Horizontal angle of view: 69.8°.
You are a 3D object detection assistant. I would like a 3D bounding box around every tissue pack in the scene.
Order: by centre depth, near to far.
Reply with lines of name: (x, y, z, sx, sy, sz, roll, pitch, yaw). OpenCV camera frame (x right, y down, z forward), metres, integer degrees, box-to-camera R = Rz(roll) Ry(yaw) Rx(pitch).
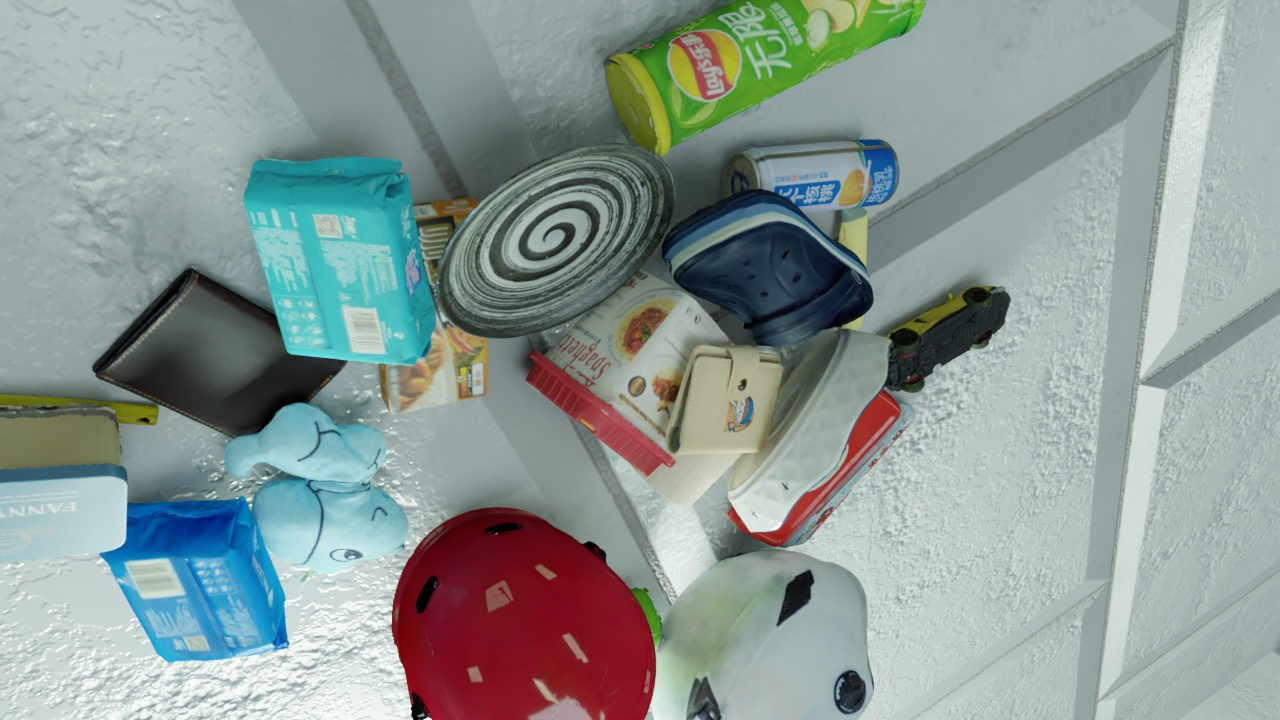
tissue pack: (-0.179, -0.060, 0.558, 0.093, 0.050, 0.134, 4, 127, 8)
tissue pack: (-0.310, 0.156, 0.652, 0.095, 0.052, 0.157, -3, 127, -2)

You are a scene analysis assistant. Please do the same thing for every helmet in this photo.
helmet: (-0.082, 0.240, 0.746, 0.206, 0.144, 0.240, -39, 109, -25)
helmet: (0.101, 0.294, 0.921, 0.146, 0.229, 0.258, 35, 80, -27)

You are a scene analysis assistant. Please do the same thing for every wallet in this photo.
wallet: (-0.270, 0.004, 0.599, 0.096, 0.020, 0.122, -42, 136, 9)
wallet: (0.069, 0.030, 0.700, 0.115, 0.024, 0.087, 5, 98, -48)

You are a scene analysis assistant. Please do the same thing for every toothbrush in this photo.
toothbrush: (-0.390, 0.028, 0.542, 0.189, 0.016, 0.016, 8, 119, -36)

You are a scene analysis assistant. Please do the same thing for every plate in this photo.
plate: (-0.057, -0.081, 0.617, 0.179, 0.024, 0.180, -25, 154, -14)
plate: (0.139, 0.055, 0.795, 0.045, 0.204, 0.205, 35, 104, -1)

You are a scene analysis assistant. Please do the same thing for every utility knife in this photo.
utility knife: (0.191, -0.072, 0.827, 0.031, 0.018, 0.167, -22, 130, -11)

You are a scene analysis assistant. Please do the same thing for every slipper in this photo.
slipper: (0.108, -0.052, 0.709, 0.105, 0.095, 0.252, -27, 157, 28)

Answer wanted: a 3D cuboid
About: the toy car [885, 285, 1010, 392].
toy car: (0.298, -0.024, 0.912, 0.155, 0.041, 0.071, -30, 134, -7)

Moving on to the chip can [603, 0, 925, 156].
chip can: (0.087, -0.214, 0.618, 0.221, 0.072, 0.073, -28, 133, -11)

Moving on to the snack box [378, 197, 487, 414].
snack box: (-0.146, -0.036, 0.640, 0.075, 0.026, 0.154, -12, 128, -25)

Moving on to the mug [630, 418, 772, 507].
mug: (0.037, 0.054, 0.792, 0.114, 0.081, 0.106, 38, 102, -16)

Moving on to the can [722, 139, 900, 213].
can: (0.133, -0.142, 0.714, 0.134, 0.053, 0.053, -10, 127, -25)

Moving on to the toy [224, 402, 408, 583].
toy: (-0.232, 0.103, 0.671, 0.161, 0.049, 0.156, 23, 118, -34)

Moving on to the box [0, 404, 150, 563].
box: (-0.390, 0.075, 0.536, 0.184, 0.062, 0.090, -1, 139, -28)

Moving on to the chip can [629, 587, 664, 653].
chip can: (-0.094, 0.262, 0.864, 0.235, 0.072, 0.072, 1, 122, -32)

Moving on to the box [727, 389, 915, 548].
box: (0.197, 0.113, 0.949, 0.161, 0.059, 0.201, 26, 108, -45)

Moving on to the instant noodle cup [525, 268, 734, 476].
instant noodle cup: (-0.004, 0.004, 0.707, 0.124, 0.116, 0.116, -52, 134, -5)
